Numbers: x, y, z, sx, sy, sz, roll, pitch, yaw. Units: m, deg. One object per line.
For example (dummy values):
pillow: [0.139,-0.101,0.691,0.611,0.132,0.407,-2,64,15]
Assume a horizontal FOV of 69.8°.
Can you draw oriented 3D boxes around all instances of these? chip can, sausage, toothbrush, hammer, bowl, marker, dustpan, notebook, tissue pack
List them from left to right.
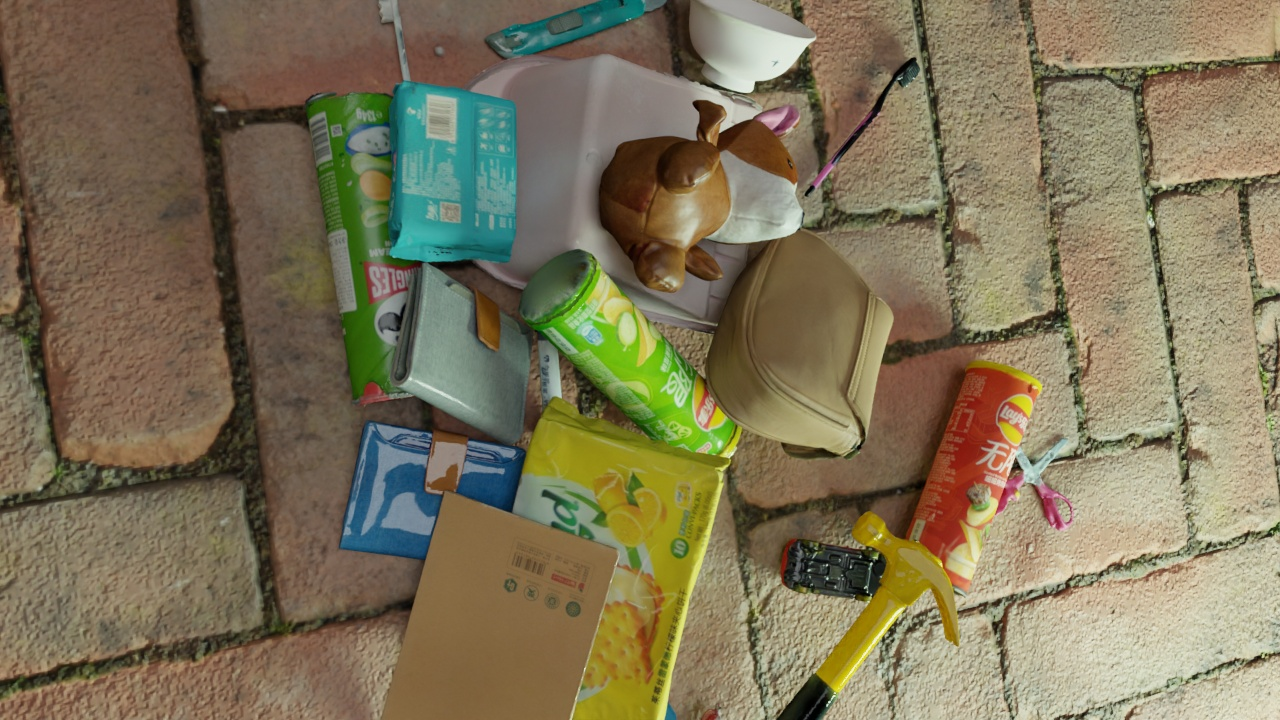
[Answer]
chip can: [-0.206,-0.085,0.710,0.072,0.072,0.236,-10,90,-18]
toothbrush: [-0.192,-0.212,0.750,0.016,0.016,0.180,-10,90,-11]
tissue pack: [-0.140,-0.138,0.686,0.093,0.050,0.133,3,80,-26]
notebook: [-0.112,0.221,0.706,0.148,0.008,0.207,17,94,12]
marker: [-0.078,0.007,0.767,0.018,0.023,0.131,-17,107,-56]
dustpan: [-0.031,-0.154,0.804,0.273,0.139,0.222,16,80,-45]
chip can: [-0.004,0.004,0.732,0.072,0.073,0.221,-53,125,-13]
sausage: [0.033,0.363,0.784,0.020,0.020,0.156,28,90,-15]
bowl: [0.088,-0.277,0.810,0.118,0.118,0.065,11,121,-17]
hammer: [0.162,0.285,0.803,0.129,0.033,0.300,38,89,4]
toothbrush: [0.215,-0.224,0.884,0.018,0.014,0.189,45,76,-24]
chip can: [0.310,0.109,0.869,0.073,0.073,0.216,27,80,-15]

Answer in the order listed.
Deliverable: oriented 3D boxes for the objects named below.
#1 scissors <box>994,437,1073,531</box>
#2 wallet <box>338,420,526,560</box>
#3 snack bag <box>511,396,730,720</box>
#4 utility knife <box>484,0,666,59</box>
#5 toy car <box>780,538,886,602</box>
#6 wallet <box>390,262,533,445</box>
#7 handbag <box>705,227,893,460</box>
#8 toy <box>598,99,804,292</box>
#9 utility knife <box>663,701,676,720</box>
scissors: [0.394,0.122,0.927,0.133,0.017,0.134,-36,95,-20]
wallet: [-0.164,0.109,0.734,0.133,0.040,0.106,13,88,-18]
snack bag: [-0.030,0.167,0.728,0.158,0.068,0.246,15,91,12]
utility knife: [-0.051,-0.298,0.801,0.175,0.013,0.029,-25,96,-17]
toy car: [0.180,0.194,0.843,0.106,0.031,0.049,11,85,-11]
wallet: [-0.129,-0.005,0.706,0.129,0.037,0.106,37,50,-50]
handbag: [0.135,-0.012,0.784,0.148,0.100,0.203,35,48,-9]
toy: [0.065,-0.132,0.722,0.130,0.140,0.199,32,32,23]
utility knife: [0.005,0.292,0.790,0.034,0.018,0.218,-33,98,-4]
